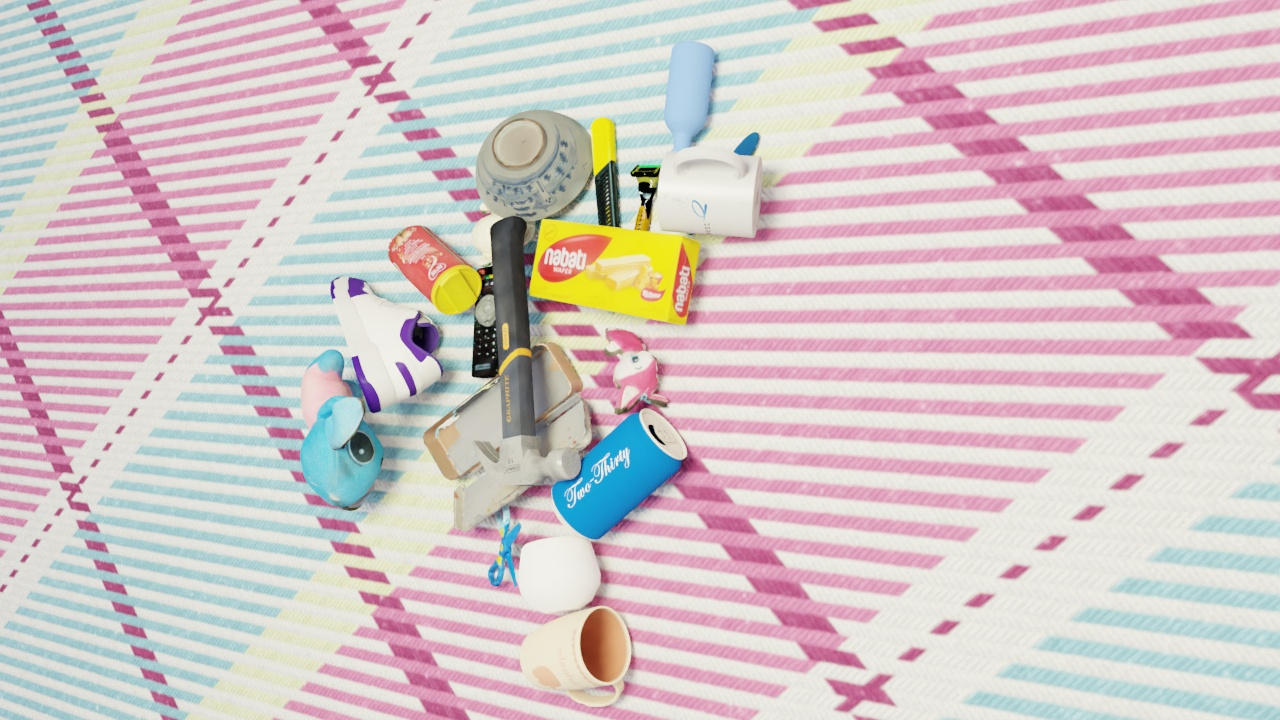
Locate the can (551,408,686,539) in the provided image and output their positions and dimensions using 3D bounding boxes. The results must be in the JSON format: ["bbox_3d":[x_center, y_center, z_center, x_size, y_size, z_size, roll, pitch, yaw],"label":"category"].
[{"bbox_3d":[-0.025,0.125,0.995,0.146,0.078,0.079,-43,67,18],"label":"can"}]

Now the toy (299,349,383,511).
[{"bbox_3d":[-0.375,0.081,1.140,0.225,0.098,0.191,107,150,-55],"label":"toy"}]

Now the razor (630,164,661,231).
[{"bbox_3d":[-0.001,-0.152,1.043,0.044,0.021,0.144,11,90,42],"label":"razor"}]

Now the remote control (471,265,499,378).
[{"bbox_3d":[-0.185,-0.049,1.135,0.045,0.021,0.140,-6,78,31],"label":"remote control"}]

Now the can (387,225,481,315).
[{"bbox_3d":[-0.257,-0.114,1.145,0.124,0.066,0.067,41,104,35],"label":"can"}]

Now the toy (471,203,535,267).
[{"bbox_3d":[-0.168,-0.161,1.120,0.087,0.050,0.112,-19,63,21],"label":"toy"}]

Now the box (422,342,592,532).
[{"bbox_3d":[-0.155,0.091,1.081,0.217,0.071,0.156,-37,52,20],"label":"box"}]

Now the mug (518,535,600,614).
[{"bbox_3d":[-0.099,0.244,1.026,0.124,0.090,0.076,-31,60,48],"label":"mug"}]

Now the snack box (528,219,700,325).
[{"bbox_3d":[-0.033,-0.102,1.023,0.201,0.042,0.092,13,94,35],"label":"snack box"}]

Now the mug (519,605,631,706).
[{"bbox_3d":[-0.068,0.332,1.005,0.105,0.085,0.111,-23,103,34],"label":"mug"}]

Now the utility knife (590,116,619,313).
[{"bbox_3d":[-0.038,-0.169,1.066,0.029,0.020,0.233,-8,80,33],"label":"utility knife"}]

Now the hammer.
[{"bbox_3d":[-0.138,-0.014,1.036,0.140,0.035,0.312,-14,74,37],"label":"hammer"}]

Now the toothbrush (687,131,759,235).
[{"bbox_3d":[0.089,-0.193,1.001,0.021,0.016,0.132,37,103,11],"label":"toothbrush"}]

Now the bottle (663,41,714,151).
[{"bbox_3d":[0.051,-0.280,1.012,0.048,0.048,0.131,6,88,29],"label":"bottle"}]

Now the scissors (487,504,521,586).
[{"bbox_3d":[-0.157,0.214,1.072,0.126,0.014,0.130,-54,41,46],"label":"scissors"}]

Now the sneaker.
[{"bbox_3d":[-0.319,-0.041,1.169,0.111,0.092,0.244,-19,47,-15],"label":"sneaker"}]

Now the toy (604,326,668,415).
[{"bbox_3d":[-0.006,0.006,1.003,0.050,0.065,0.102,-31,72,48],"label":"toy"}]

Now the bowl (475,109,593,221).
[{"bbox_3d":[-0.134,-0.242,1.082,0.151,0.057,0.150,-5,70,13],"label":"bowl"}]

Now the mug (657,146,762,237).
[{"bbox_3d":[0.071,-0.180,0.939,0.096,0.120,0.083,6,68,12],"label":"mug"}]
